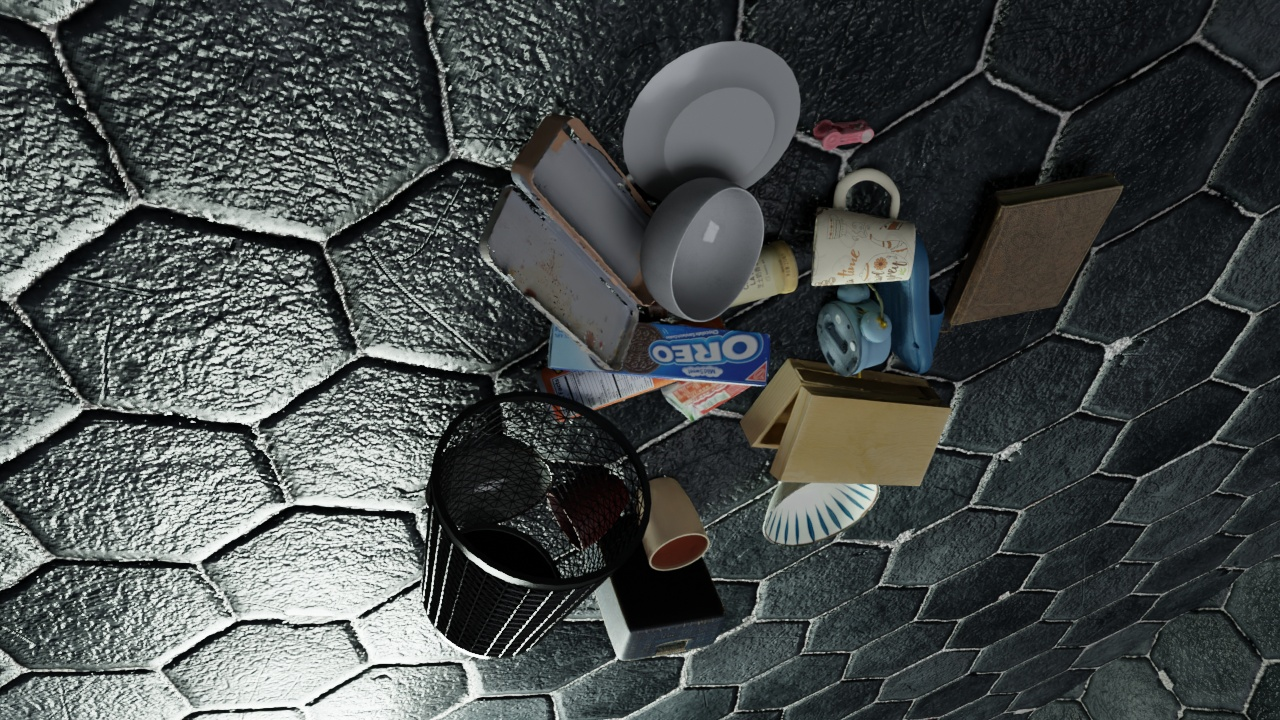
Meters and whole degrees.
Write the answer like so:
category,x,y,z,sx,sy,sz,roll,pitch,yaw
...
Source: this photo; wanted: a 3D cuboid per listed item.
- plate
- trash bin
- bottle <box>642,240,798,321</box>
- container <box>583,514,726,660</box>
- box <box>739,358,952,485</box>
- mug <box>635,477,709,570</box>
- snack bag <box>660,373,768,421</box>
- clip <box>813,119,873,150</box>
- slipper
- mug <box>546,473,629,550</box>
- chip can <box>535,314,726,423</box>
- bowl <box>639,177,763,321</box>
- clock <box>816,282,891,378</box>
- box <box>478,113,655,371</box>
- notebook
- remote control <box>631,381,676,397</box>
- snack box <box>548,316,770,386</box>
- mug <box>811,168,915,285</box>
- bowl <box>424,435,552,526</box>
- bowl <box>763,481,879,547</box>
category,x,y,z,sx,sy,sz,roll,pitch,yaw
plate,0.070,-0.207,0.842,0.172,0.019,0.173,-12,139,-11
trash bin,-0.131,0.192,0.973,0.216,0.216,0.244,0,142,-24
bottle,0.081,-0.080,0.959,0.162,0.056,0.057,-15,140,-8
container,0.016,0.301,1.253,0.145,0.187,0.071,-3,133,-22
box,0.280,0.088,1.191,0.248,0.122,0.141,7,136,-31
mug,0.047,0.220,1.241,0.085,0.104,0.111,-42,137,23
snack bag,0.087,0.020,1.089,0.116,0.036,0.077,-32,138,13
clip,0.197,-0.215,0.878,0.058,0.038,0.022,-13,136,-17
slipper,0.312,-0.067,1.046,0.059,0.103,0.214,-22,136,-5
mug,-0.064,0.188,1.189,0.088,0.087,0.114,-29,171,-19
chip can,-0.006,0.006,1.011,0.210,0.062,0.062,-20,140,-3
bowl,0.050,-0.108,0.863,0.131,0.064,0.132,-29,133,-36
clock,0.250,-0.038,1.058,0.051,0.088,0.125,-14,142,-17
box,-0.048,-0.098,0.832,0.216,0.058,0.153,44,71,-48
notebook,0.432,-0.120,1.073,0.190,0.034,0.216,-11,146,-6
remote control,-0.022,0.029,1.050,0.125,0.039,0.010,-15,130,1
snack box,0.018,-0.010,0.951,0.226,0.059,0.059,6,-179,-5
mug,0.229,-0.135,0.941,0.097,0.122,0.081,4,-178,9
bowl,-0.182,0.130,1.075,0.150,0.056,0.151,-13,140,-11
bowl,0.248,0.190,1.325,0.177,0.070,0.178,-12,139,-11
